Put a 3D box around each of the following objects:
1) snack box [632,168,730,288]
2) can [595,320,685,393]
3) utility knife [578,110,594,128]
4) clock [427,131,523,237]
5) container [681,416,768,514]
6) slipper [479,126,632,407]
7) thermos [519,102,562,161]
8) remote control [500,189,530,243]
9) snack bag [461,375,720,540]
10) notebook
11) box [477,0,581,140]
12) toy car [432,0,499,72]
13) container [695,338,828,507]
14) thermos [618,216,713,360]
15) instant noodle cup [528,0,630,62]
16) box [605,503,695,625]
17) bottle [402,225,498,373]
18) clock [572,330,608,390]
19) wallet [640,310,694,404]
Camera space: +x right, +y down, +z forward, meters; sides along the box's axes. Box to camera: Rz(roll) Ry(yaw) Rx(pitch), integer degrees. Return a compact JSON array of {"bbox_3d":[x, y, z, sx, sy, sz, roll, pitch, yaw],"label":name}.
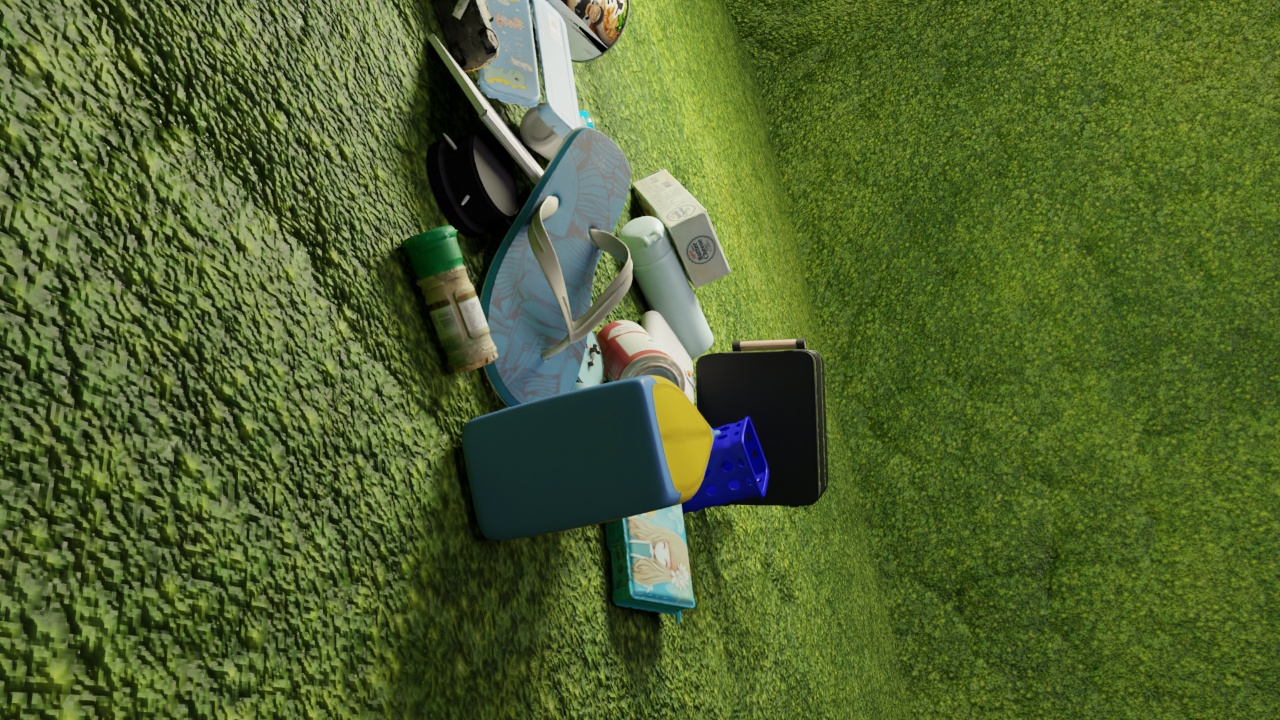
[{"bbox_3d":[0.056,-0.193,1.320,0.104,0.057,0.207,64,-1,-31],"label":"snack box"},{"bbox_3d":[-0.006,0.006,0.956,0.067,0.067,0.170,67,-6,-20],"label":"can"},{"bbox_3d":[-0.085,-0.301,1.174,0.031,0.015,0.174,64,21,-14],"label":"utility knife"},{"bbox_3d":[-0.141,-0.158,0.822,0.120,0.043,0.091,4,70,-71],"label":"clock"},{"bbox_3d":[0.090,0.133,1.138,0.085,0.114,0.084,-57,128,-67],"label":"container"},{"bbox_3d":[-0.064,-0.092,0.814,0.118,0.060,0.294,32,62,-28],"label":"slipper"},{"bbox_3d":[-0.071,-0.245,1.099,0.224,0.052,0.052,14,61,-70],"label":"thermos"},{"bbox_3d":[-0.119,-0.108,0.882,0.150,0.022,0.047,-81,150,-50],"label":"remote control"},{"bbox_3d":[-0.029,0.078,0.756,0.205,0.159,0.102,10,67,-72],"label":"snack bag"},{"bbox_3d":[-0.121,-0.208,0.894,0.142,0.009,0.210,56,5,36],"label":"notebook"},{"bbox_3d":[-0.119,-0.330,0.973,0.127,0.034,0.208,22,44,-38],"label":"box"},{"bbox_3d":[-0.169,-0.339,0.895,0.112,0.047,0.047,71,23,-9],"label":"toy car"},{"bbox_3d":[0.174,0.091,1.288,0.130,0.163,0.241,-4,92,-72],"label":"container"},{"bbox_3d":[0.035,-0.099,1.268,0.078,0.065,0.207,36,-24,59],"label":"thermos"},{"bbox_3d":[-0.096,-0.446,1.122,0.121,0.124,0.123,8,66,-61],"label":"instant noodle cup"},{"bbox_3d":[0.019,0.162,0.985,0.182,0.072,0.226,45,32,-54],"label":"box"},{"bbox_3d":[-0.145,-0.047,0.710,0.043,0.043,0.111,-46,118,-70],"label":"bottle"},{"bbox_3d":[-0.066,0.009,0.881,0.090,0.053,0.124,0,74,-71],"label":"clock"},{"bbox_3d":[0.035,-0.008,1.234,0.118,0.038,0.115,54,26,-38],"label":"wallet"}]
